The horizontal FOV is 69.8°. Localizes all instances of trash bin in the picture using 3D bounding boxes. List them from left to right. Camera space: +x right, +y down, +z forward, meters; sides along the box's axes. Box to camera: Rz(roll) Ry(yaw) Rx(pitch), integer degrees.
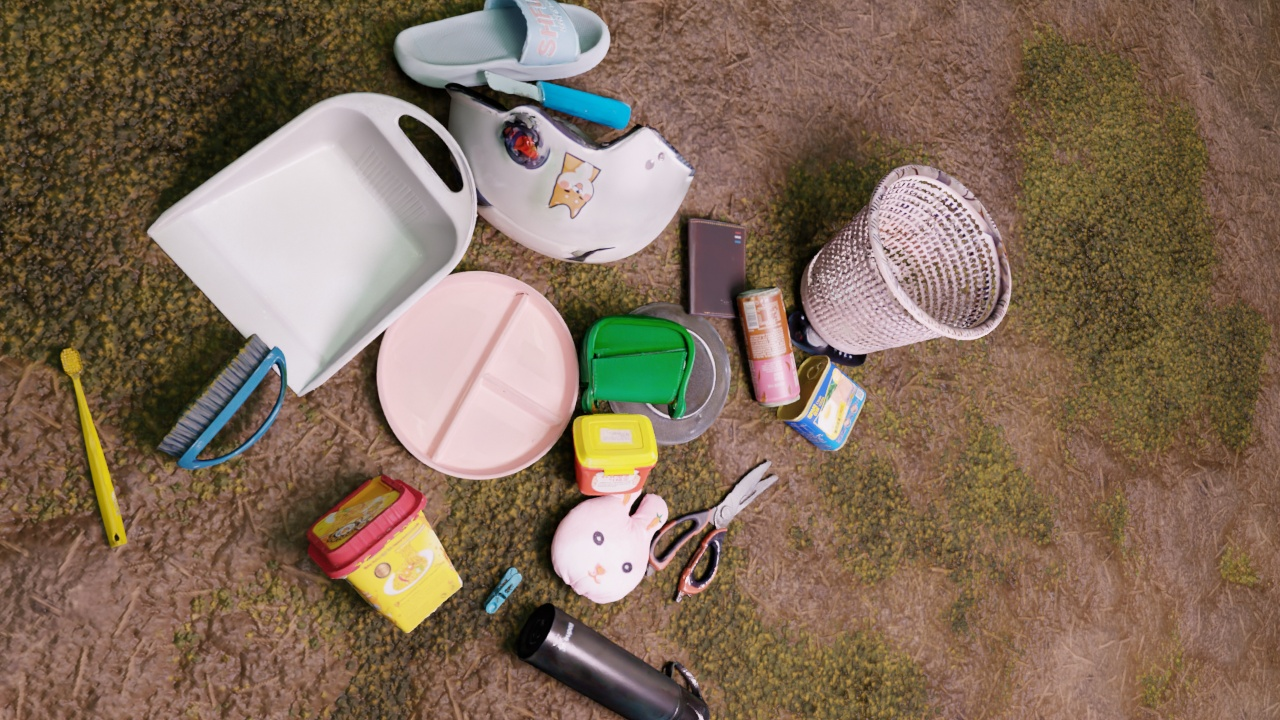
[{"bbox_3d":[0.319,-0.106,1.172,0.227,0.193,0.227,10,68,-26],"label":"trash bin"}]

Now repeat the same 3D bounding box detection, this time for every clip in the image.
[{"bbox_3d":[-0.154,0.256,1.019,0.013,0.038,0.055,43,79,-17],"label":"clip"}]

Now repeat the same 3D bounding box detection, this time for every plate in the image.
[{"bbox_3d":[-0.178,0.016,1.018,0.229,0.028,0.229,1,87,-27],"label":"plate"},{"bbox_3d":[0.039,0.015,1.130,0.179,0.024,0.179,2,86,-27],"label":"plate"}]

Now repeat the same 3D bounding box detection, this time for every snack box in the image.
[{"bbox_3d":[-0.032,0.111,1.043,0.091,0.080,0.082,0,47,-12],"label":"snack box"}]

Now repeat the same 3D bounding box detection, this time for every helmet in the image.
[{"bbox_3d":[-0.085,-0.189,0.983,0.274,0.230,0.157,13,102,-3],"label":"helmet"}]

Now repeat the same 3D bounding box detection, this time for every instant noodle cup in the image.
[{"bbox_3d":[-0.253,0.198,0.927,0.115,0.116,0.124,-40,116,-24],"label":"instant noodle cup"}]

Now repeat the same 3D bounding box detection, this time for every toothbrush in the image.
[{"bbox_3d":[-0.508,0.081,0.851,0.015,0.017,0.190,-14,93,-26],"label":"toothbrush"}]

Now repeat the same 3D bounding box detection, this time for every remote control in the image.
[{"bbox_3d":[0.248,-0.027,1.239,0.136,0.024,0.053,19,75,-24],"label":"remote control"}]

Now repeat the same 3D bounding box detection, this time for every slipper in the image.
[{"bbox_3d":[-0.151,-0.362,1.012,0.245,0.074,0.104,-18,62,-24],"label":"slipper"}]

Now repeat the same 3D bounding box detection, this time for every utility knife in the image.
[{"bbox_3d":[-0.090,-0.300,1.051,0.215,0.018,0.034,1,90,-47],"label":"utility knife"}]

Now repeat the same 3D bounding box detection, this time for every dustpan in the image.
[{"bbox_3d":[-0.299,-0.132,0.904,0.257,0.143,0.222,-45,106,-24],"label":"dustpan"}]

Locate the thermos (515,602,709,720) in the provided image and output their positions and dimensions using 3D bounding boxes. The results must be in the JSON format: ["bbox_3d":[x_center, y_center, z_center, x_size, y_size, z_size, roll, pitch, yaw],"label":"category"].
[{"bbox_3d":[-0.026,0.358,1.060,0.242,0.069,0.089,37,39,-22],"label":"thermos"}]

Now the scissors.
[{"bbox_3d":[0.099,0.212,1.154,0.202,0.015,0.204,8,82,-26],"label":"scissors"}]

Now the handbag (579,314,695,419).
[{"bbox_3d":[-0.006,0.006,1.068,0.131,0.068,0.120,5,92,-7],"label":"handbag"}]

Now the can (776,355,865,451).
[{"bbox_3d":[0.241,0.058,1.213,0.083,0.057,0.102,38,71,-23],"label":"can"}]

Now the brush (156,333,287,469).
[{"bbox_3d":[-0.394,0.046,0.889,0.073,0.055,0.143,40,70,-18],"label":"brush"}]

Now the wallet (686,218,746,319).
[{"bbox_3d":[0.098,-0.115,1.168,0.096,0.020,0.122,2,86,-35],"label":"wallet"}]

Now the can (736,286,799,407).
[{"bbox_3d":[0.163,-0.018,1.170,0.057,0.058,0.147,-17,100,-27],"label":"can"}]

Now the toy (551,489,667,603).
[{"bbox_3d":[-0.033,0.202,1.069,0.121,0.054,0.159,47,60,-17],"label":"toy"}]
